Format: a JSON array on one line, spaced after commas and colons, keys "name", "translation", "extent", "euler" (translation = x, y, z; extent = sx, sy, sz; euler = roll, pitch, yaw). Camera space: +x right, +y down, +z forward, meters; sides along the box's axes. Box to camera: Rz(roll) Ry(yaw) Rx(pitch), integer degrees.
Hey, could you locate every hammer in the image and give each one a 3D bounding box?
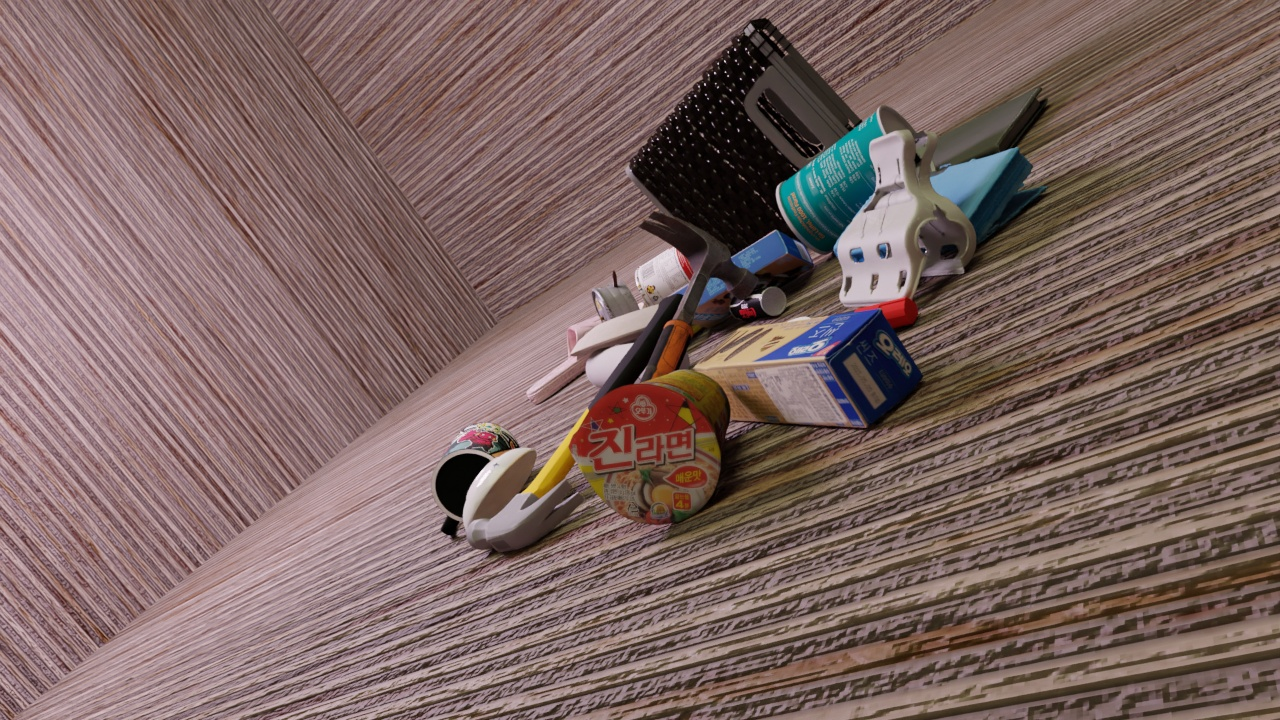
[{"name": "hammer", "translation": [-0.040, 0.049, 0.879], "extent": [0.127, 0.029, 0.322], "euler": [-16, 32, 53]}, {"name": "hammer", "translation": [0.021, -0.022, 0.871], "extent": [0.035, 0.138, 0.313], "euler": [-39, 19, 44]}]

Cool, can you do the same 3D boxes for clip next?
[{"name": "clip", "translation": [0.227, -0.113, 0.764], "extent": [0.126, 0.099, 0.152], "euler": [-171, 98, -74]}]

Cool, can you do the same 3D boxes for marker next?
[{"name": "marker", "translation": [0.148, -0.024, 0.729], "extent": [0.145, 0.021, 0.023], "euler": [-14, -1, 41]}]

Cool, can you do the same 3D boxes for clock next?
[{"name": "clock", "translation": [-0.030, -0.058, 1.327], "extent": [0.056, 0.104, 0.148], "euler": [-27, -21, -8]}]

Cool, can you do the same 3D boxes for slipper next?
[{"name": "slipper", "translation": [-0.089, -0.026, 1.432], "extent": [0.239, 0.064, 0.094], "euler": [-39, 11, -11]}]

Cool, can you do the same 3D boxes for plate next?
[{"name": "plate", "translation": [-0.003, -0.047, 1.177], "extent": [0.189, 0.027, 0.189], "euler": [-18, -1, 0]}, {"name": "plate", "translation": [-0.144, 0.123, 0.900], "extent": [0.104, 0.026, 0.104], "euler": [-52, -12, -16]}]

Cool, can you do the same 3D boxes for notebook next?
[{"name": "notebook", "translation": [0.355, -0.237, 1.072], "extent": [0.210, 0.029, 0.169], "euler": [-18, 22, 50]}]

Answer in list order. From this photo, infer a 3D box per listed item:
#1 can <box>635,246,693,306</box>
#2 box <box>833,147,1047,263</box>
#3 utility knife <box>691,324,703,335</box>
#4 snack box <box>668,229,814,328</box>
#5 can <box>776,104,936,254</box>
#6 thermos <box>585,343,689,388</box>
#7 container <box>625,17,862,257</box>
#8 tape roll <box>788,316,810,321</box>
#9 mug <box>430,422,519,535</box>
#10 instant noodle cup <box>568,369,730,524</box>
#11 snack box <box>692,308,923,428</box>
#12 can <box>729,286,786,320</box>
[{"name": "can", "translation": [0.063, -0.126, 1.332], "extent": [0.117, 0.086, 0.086], "euler": [-30, 12, 26]}, {"name": "box", "translation": [0.269, -0.130, 0.853], "extent": [0.093, 0.054, 0.232], "euler": [-54, 13, -8]}, {"name": "utility knife", "translation": [0.100, -0.066, 1.134], "extent": [0.217, 0.019, 0.030], "euler": [-40, 16, -1]}, {"name": "snack box", "translation": [0.115, -0.089, 1.049], "extent": [0.152, 0.034, 0.087], "euler": [-31, -20, 24]}, {"name": "can", "translation": [0.238, -0.198, 1.021], "extent": [0.144, 0.099, 0.099], "euler": [-35, 8, 37]}, {"name": "thermos", "translation": [-0.006, 0.006, 1.051], "extent": [0.052, 0.052, 0.224], "euler": [-38, 11, -17]}, {"name": "container", "translation": [0.158, -0.285, 1.263], "extent": [0.244, 0.247, 0.245], "euler": [-42, 7, 24]}, {"name": "tape roll", "translation": [0.115, -0.005, 0.813], "extent": [0.094, 0.018, 0.093], "euler": [-33, 11, 7]}, {"name": "mug", "translation": [-0.184, 0.135, 0.999], "extent": [0.118, 0.082, 0.098], "euler": [-61, 6, 11]}, {"name": "instant noodle cup", "translation": [0.023, 0.052, 0.668], "extent": [0.101, 0.100, 0.112], "euler": [-31, 1, 23]}, {"name": "snack box", "translation": [0.111, 0.007, 0.658], "extent": [0.057, 0.056, 0.207], "euler": [-38, 11, -18]}, {"name": "can", "translation": [0.126, -0.061, 0.990], "extent": [0.031, 0.031, 0.081], "euler": [-38, 11, -15]}]
